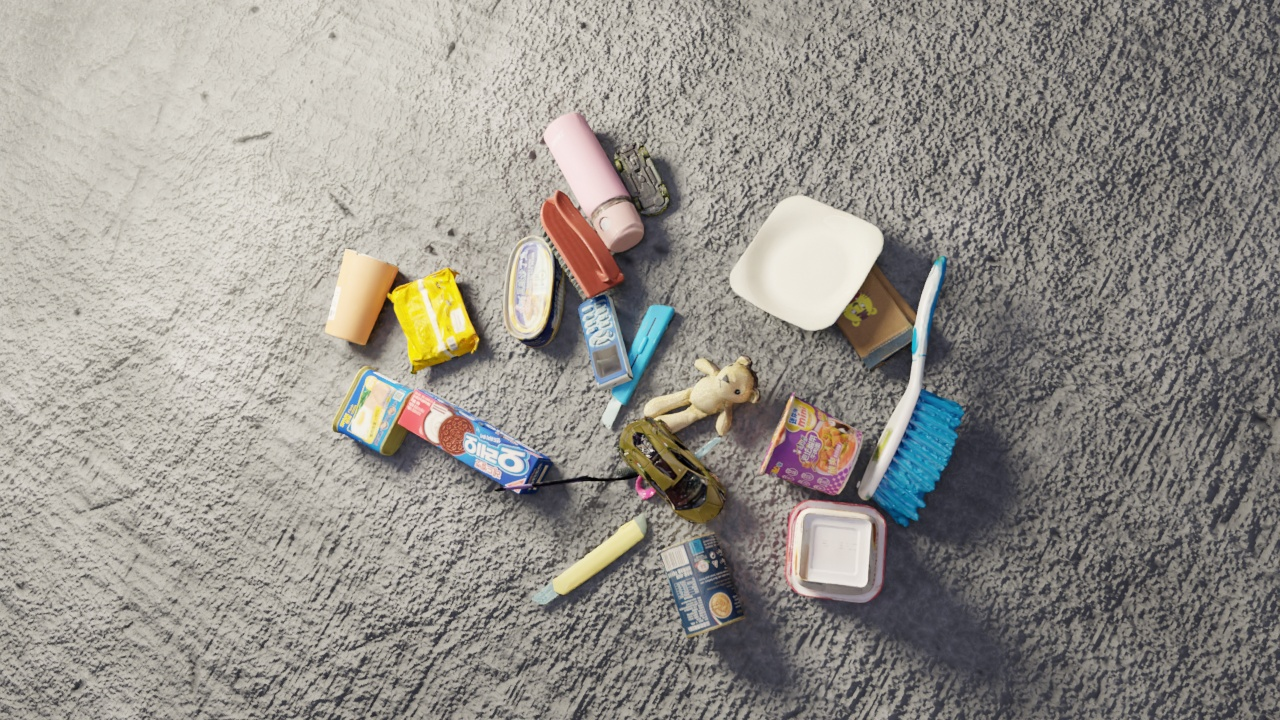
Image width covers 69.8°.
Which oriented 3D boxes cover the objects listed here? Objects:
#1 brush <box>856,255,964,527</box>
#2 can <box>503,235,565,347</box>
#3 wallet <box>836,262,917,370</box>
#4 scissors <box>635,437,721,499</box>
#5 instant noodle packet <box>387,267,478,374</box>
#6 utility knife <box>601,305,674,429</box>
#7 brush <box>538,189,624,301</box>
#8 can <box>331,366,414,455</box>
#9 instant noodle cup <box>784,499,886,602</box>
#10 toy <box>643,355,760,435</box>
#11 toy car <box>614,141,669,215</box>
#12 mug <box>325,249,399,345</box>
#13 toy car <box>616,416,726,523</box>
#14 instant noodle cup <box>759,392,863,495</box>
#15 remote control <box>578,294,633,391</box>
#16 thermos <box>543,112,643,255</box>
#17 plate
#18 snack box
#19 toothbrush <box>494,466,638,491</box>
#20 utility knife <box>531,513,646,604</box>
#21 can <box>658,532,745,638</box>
[{"bbox_3d":[0.341,0.036,1.099,0.109,0.060,0.314,26,87,1],"label":"brush"},{"bbox_3d":[-0.146,-0.094,1.257,0.075,0.049,0.148,2,80,14],"label":"can"},{"bbox_3d":[0.294,-0.056,1.159,0.090,0.033,0.115,-34,70,5],"label":"wallet"},{"bbox_3d":[0.055,0.143,1.171,0.133,0.017,0.134,-40,82,16],"label":"scissors"},{"bbox_3d":[-0.287,-0.055,1.285,0.111,0.044,0.128,-21,77,7],"label":"instant noodle packet"},{"bbox_3d":[-0.007,0.007,1.222,0.034,0.018,0.182,25,87,16],"label":"utility knife"},{"bbox_3d":[-0.082,-0.156,1.216,0.063,0.069,0.146,-31,85,-32],"label":"brush"},{"bbox_3d":[-0.363,0.072,1.270,0.083,0.057,0.102,25,86,14],"label":"can"},{"bbox_3d":[0.227,0.221,1.069,0.117,0.124,0.116,4,80,13],"label":"instant noodle cup"},{"bbox_3d":[0.077,0.048,1.170,0.157,0.066,0.105,-25,67,24],"label":"toy"},{"bbox_3d":[0.003,-0.249,1.264,0.048,0.032,0.105,-26,86,6],"label":"toy car"},{"bbox_3d":[-0.400,-0.088,1.303,0.078,0.078,0.122,18,87,16],"label":"mug"},{"bbox_3d":[0.040,0.137,1.147,0.158,0.042,0.070,43,100,10],"label":"toy car"},{"bbox_3d":[0.208,0.108,1.110,0.099,0.111,0.111,24,85,7],"label":"instant noodle cup"},{"bbox_3d":[-0.047,-0.025,1.227,0.049,0.024,0.124,-22,69,21],"label":"remote control"},{"bbox_3d":[-0.068,-0.237,1.265,0.087,0.067,0.198,-39,72,36],"label":"thermos"},{"bbox_3d":[0.214,-0.122,1.174,0.164,0.034,0.164,32,84,31],"label":"plate"},{"bbox_3d":[-0.221,0.108,1.230,0.207,0.057,0.058,27,89,16],"label":"snack box"},{"bbox_3d":[-0.094,0.154,1.182,0.189,0.014,0.016,-5,63,-11],"label":"toothbrush"},{"bbox_3d":[-0.064,0.260,1.182,0.183,0.019,0.031,-35,69,-2],"label":"utility knife"},{"bbox_3d":[0.074,0.272,1.119,0.075,0.075,0.111,-21,75,8],"label":"can"}]
